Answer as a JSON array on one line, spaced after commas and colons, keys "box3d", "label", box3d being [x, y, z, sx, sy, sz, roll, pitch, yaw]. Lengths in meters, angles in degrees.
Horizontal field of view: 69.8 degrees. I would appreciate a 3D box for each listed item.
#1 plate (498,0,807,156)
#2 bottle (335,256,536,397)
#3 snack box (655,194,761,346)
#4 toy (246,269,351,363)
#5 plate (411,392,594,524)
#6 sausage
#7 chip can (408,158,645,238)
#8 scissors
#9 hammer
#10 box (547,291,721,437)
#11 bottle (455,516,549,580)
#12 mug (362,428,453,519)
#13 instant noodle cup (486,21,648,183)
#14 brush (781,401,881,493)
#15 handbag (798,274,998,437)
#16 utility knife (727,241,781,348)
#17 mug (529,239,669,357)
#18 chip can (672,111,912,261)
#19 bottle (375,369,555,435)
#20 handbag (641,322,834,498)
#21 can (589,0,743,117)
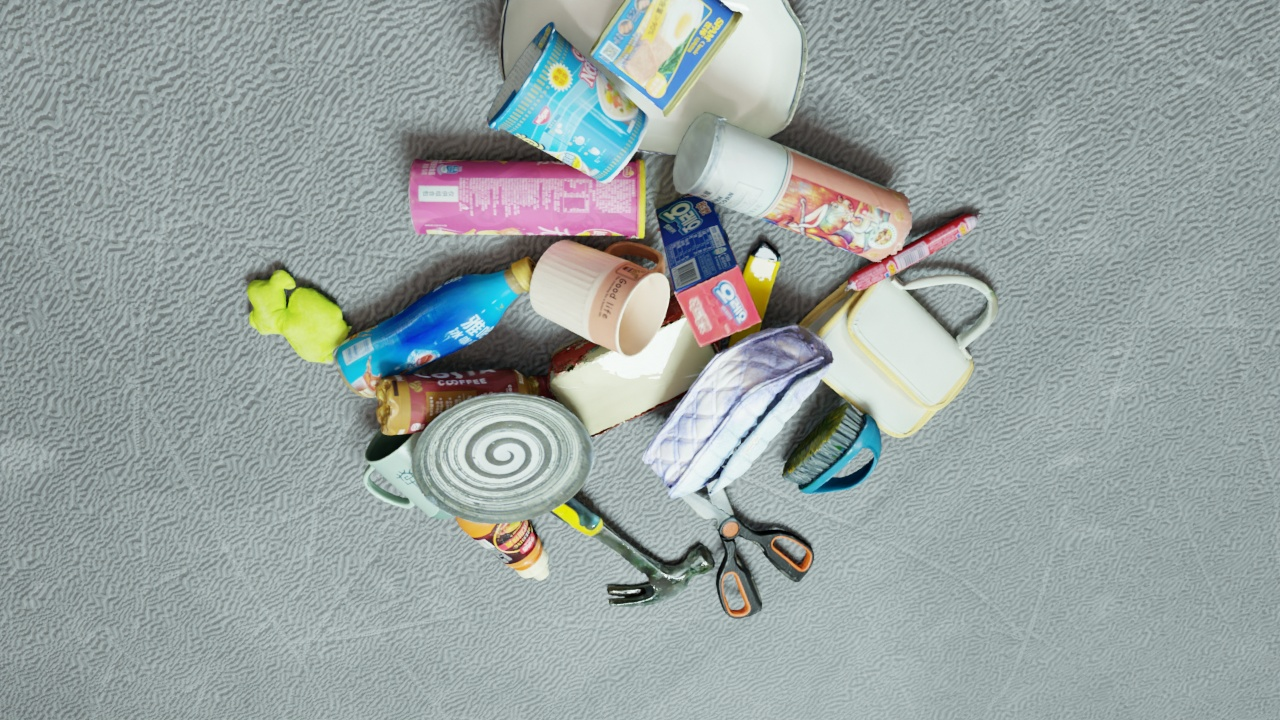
[{"box3d": [0.011, -0.265, 0.802, 0.265, 0.034, 0.162, 6, 117, -4], "label": "plate"}, {"box3d": [-0.195, -0.038, 0.901, 0.219, 0.065, 0.065, -28, 114, 12], "label": "bottle"}, {"box3d": [0.054, -0.089, 0.799, 0.057, 0.207, 0.058, -24, 117, 8], "label": "snack box"}, {"box3d": [-0.340, -0.043, 0.914, 0.100, 0.031, 0.097, 5, 115, -3], "label": "toy"}, {"box3d": [-0.136, 0.095, 0.910, 0.179, 0.024, 0.180, -6, 129, -8], "label": "plate"}, {"box3d": [0.262, -0.104, 0.878, 0.155, 0.020, 0.020, -28, 116, -7], "label": "sausage"}, {"box3d": [-0.101, -0.149, 0.841, 0.210, 0.071, 0.071, 1, 117, -1], "label": "chip can"}, {"box3d": [0.117, 0.194, 1.040, 0.197, 0.021, 0.227, -7, 111, -14], "label": "scissors"}, {"box3d": [-0.066, 0.177, 1.013, 0.126, 0.031, 0.323, -39, 119, 18], "label": "hammer"}, {"box3d": [-0.005, 0.006, 0.919, 0.168, 0.076, 0.091, -26, 116, 11], "label": "box"}, {"box3d": [-0.147, 0.196, 1.028, 0.067, 0.066, 0.149, -26, 122, 12], "label": "bottle"}, {"box3d": [-0.232, 0.116, 0.965, 0.112, 0.082, 0.106, -33, 119, 11], "label": "mug"}, {"box3d": [-0.056, -0.207, 0.765, 0.110, 0.099, 0.099, 30, 113, -25], "label": "instant noodle cup"}, {"box3d": [0.205, 0.101, 0.954, 0.073, 0.055, 0.144, 32, 144, -1], "label": "brush"}, {"box3d": [0.269, -0.024, 0.922, 0.163, 0.063, 0.179, 39, 107, -21], "label": "handbag"}, {"box3d": [0.108, -0.043, 0.930, 0.033, 0.015, 0.168, 13, 118, -1], "label": "utility knife"}, {"box3d": [-0.030, -0.071, 0.865, 0.106, 0.114, 0.082, 25, 149, 26], "label": "mug"}, {"box3d": [0.139, -0.151, 0.819, 0.214, 0.071, 0.071, 15, 117, -24], "label": "chip can"}, {"box3d": [-0.170, 0.039, 0.915, 0.174, 0.057, 0.058, -4, 121, -29], "label": "bottle"}, {"box3d": [0.093, 0.057, 0.899, 0.075, 0.133, 0.194, 52, 137, 20], "label": "handbag"}, {"box3d": [0.019, -0.267, 0.750, 0.083, 0.057, 0.102, 35, 111, -14], "label": "can"}]
